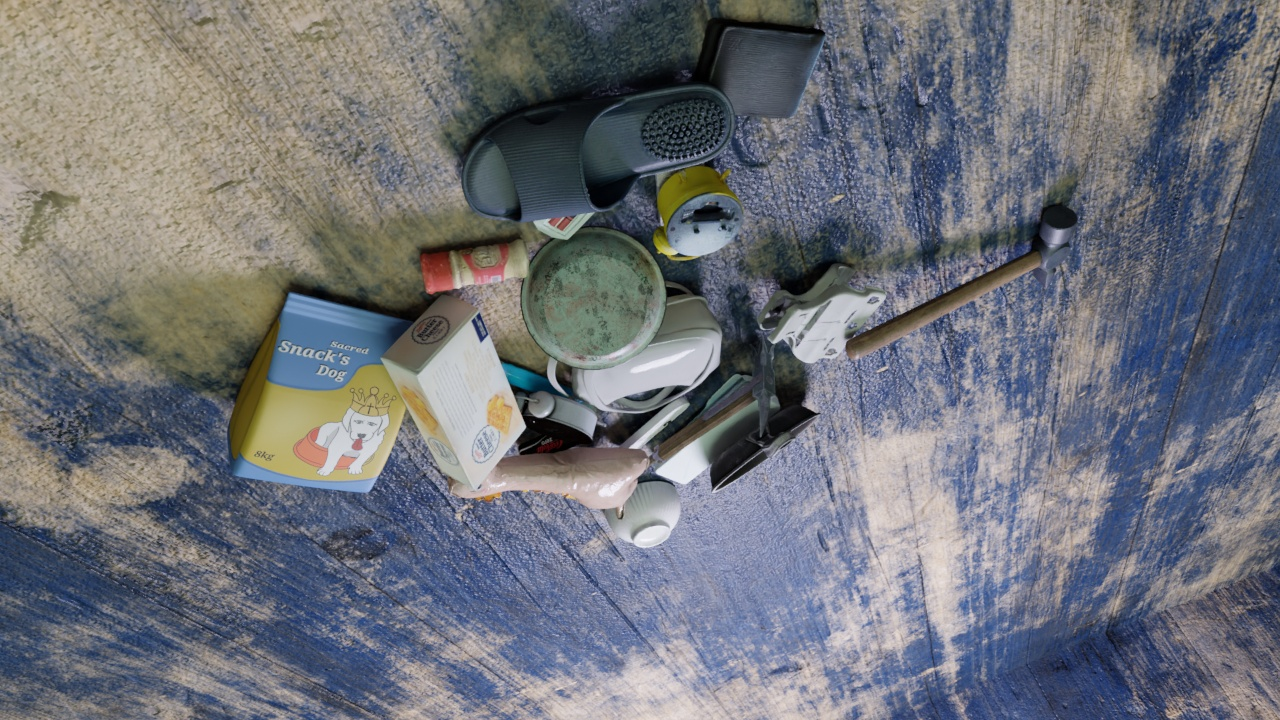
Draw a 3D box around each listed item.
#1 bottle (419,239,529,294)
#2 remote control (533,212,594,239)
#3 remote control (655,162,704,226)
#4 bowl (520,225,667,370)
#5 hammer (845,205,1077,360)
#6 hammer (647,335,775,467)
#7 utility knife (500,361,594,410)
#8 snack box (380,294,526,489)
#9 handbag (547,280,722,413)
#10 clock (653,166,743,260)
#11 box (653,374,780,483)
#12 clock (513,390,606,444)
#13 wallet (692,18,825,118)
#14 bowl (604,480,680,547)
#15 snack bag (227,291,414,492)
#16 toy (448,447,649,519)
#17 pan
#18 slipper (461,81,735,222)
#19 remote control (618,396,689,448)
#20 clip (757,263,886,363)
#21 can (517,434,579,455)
[{"bbox_3d":[-0.169,-0.097,0.939,0.109,0.044,0.044,-11,140,-11],"label":"bottle"},{"bbox_3d":[-0.051,-0.175,0.910,0.049,0.024,0.144,24,124,-40],"label":"remote control"},{"bbox_3d":[0.040,-0.193,0.939,0.050,0.011,0.136,-14,141,-7],"label":"remote control"},{"bbox_3d":[-0.048,-0.061,0.969,0.157,0.038,0.157,-1,106,-5],"label":"bowl"},{"bbox_3d":[0.404,-0.080,1.169,0.321,0.040,0.129,-26,145,-6],"label":"hammer"},{"bbox_3d":[0.061,0.105,1.225,0.028,0.146,0.318,31,132,-25],"label":"hammer"},{"bbox_3d":[-0.120,0.033,1.130,0.031,0.015,0.178,-39,135,26],"label":"utility knife"},{"bbox_3d":[-0.202,0.039,1.019,0.104,0.057,0.208,-52,148,-30],"label":"snack box"},{"bbox_3d":[-0.006,0.007,1.122,0.215,0.095,0.223,-13,153,-8],"label":"handbag"},{"bbox_3d":[0.057,-0.144,0.947,0.083,0.057,0.119,-7,140,-18],"label":"clock"},{"bbox_3d":[0.100,0.098,1.274,0.199,0.066,0.083,-44,154,29],"label":"box"},{"bbox_3d":[-0.109,0.067,1.124,0.122,0.035,0.095,31,158,-36],"label":"clock"},{"bbox_3d":[0.110,-0.273,0.864,0.114,0.026,0.089,-4,137,-19],"label":"wallet"},{"bbox_3d":[0.010,0.241,1.387,0.118,0.062,0.118,-12,140,-10],"label":"bowl"},{"bbox_3d":[-0.333,0.031,0.984,0.158,0.102,0.206,14,115,-35],"label":"snack bag"},{"bbox_3d":[-0.120,0.167,1.198,0.264,0.065,0.197,-5,138,-19],"label":"toy"},{"bbox_3d":[0.165,0.109,1.198,0.187,0.055,0.357,-35,167,-2],"label":"pan"},{"bbox_3d":[-0.039,-0.186,0.835,0.263,0.082,0.101,-16,122,3],"label":"slipper"},{"bbox_3d":[0.015,0.093,1.241,0.137,0.013,0.043,-43,162,29],"label":"remote control"},{"bbox_3d":[0.208,-0.063,1.130,0.152,0.096,0.126,8,132,-25],"label":"clip"},{"bbox_3d":[-0.119,0.110,1.206,0.080,0.031,0.031,-24,141,5],"label":"can"}]
